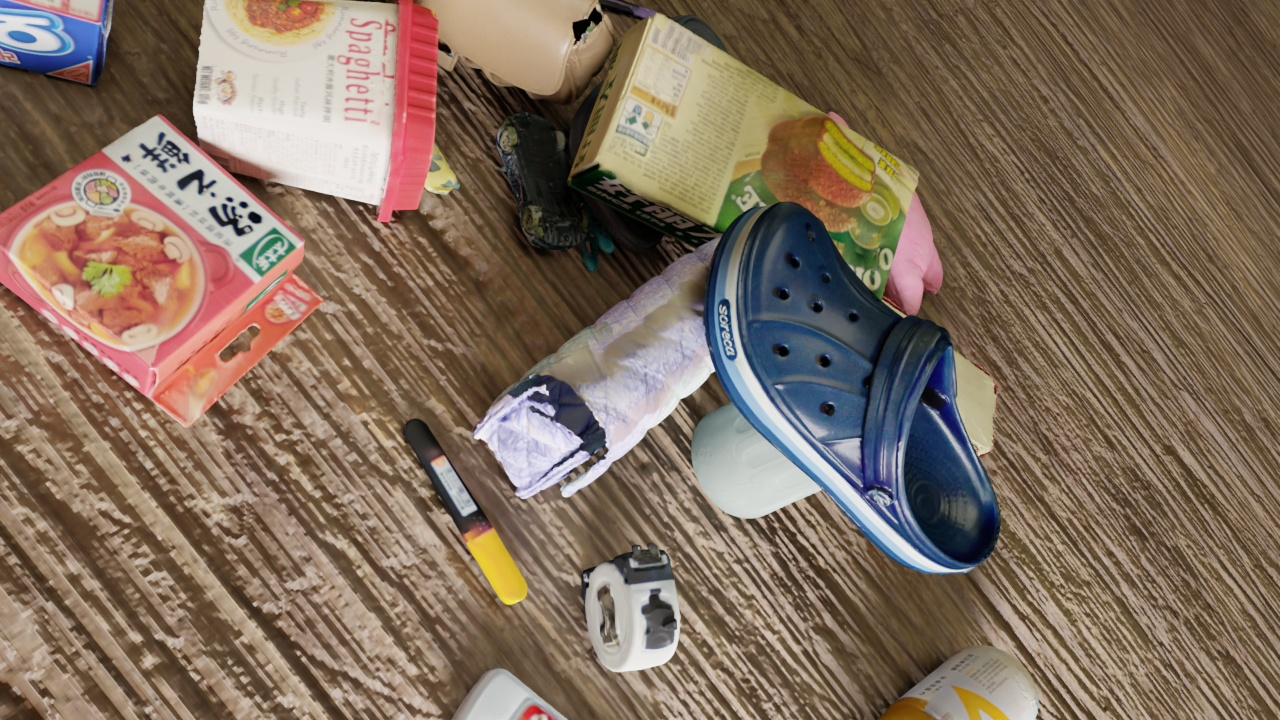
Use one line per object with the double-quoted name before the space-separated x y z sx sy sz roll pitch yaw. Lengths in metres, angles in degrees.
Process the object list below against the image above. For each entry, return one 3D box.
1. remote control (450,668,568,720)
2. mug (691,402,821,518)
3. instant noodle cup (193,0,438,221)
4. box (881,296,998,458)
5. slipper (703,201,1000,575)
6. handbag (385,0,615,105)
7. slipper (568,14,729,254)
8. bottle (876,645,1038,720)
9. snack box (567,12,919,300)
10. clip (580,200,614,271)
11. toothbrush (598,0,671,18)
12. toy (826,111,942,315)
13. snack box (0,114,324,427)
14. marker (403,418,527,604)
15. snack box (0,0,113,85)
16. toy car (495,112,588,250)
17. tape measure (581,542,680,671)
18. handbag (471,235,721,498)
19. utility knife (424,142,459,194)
"remote control" -0.045 0.229 0.502 0.136 0.020 0.055 43 52 -9
"mug" 0.108 0.044 0.640 0.083 0.104 0.123 48 52 -5
"instant noodle cup" -0.187 -0.152 0.535 0.124 0.117 0.116 3 75 -20
"box" 0.210 0.015 0.738 0.168 0.079 0.091 32 53 -16
"slipper" 0.133 0.022 0.519 0.253 0.095 0.104 53 52 -12
"handbag" -0.114 -0.251 0.617 0.204 0.148 0.100 34 90 -14
"slipper" 0.030 -0.197 0.707 0.110 0.084 0.267 46 46 -24
"bottle" 0.196 0.258 0.618 0.189 0.068 0.068 -17 78 -38
"snack box" 0.078 -0.129 0.643 0.240 0.063 0.114 22 81 -24
"clip" -0.034 -0.094 0.665 0.013 0.038 0.055 7 58 -34
"toothbrush" -0.046 -0.304 0.767 0.188 0.017 0.014 2 78 -36
"toy" 0.212 -0.127 0.813 0.194 0.075 0.178 49 34 -20
"snack box" -0.248 -0.049 0.485 0.127 0.044 0.113 42 52 -10
"marker" -0.104 0.087 0.536 0.018 0.015 0.124 -27 82 -41
"snack box" -0.384 -0.201 0.461 0.207 0.057 0.058 8 61 -30
"toy car" -0.071 -0.126 0.648 0.048 0.031 0.105 -4 71 -40
"tape measure" -0.006 0.147 0.538 0.033 0.066 0.066 0 66 -29
"handbag" -0.003 0.003 0.566 0.075 0.135 0.193 51 52 -2
"utility knife" -0.169 -0.177 0.622 0.030 0.018 0.151 -30 91 -33
